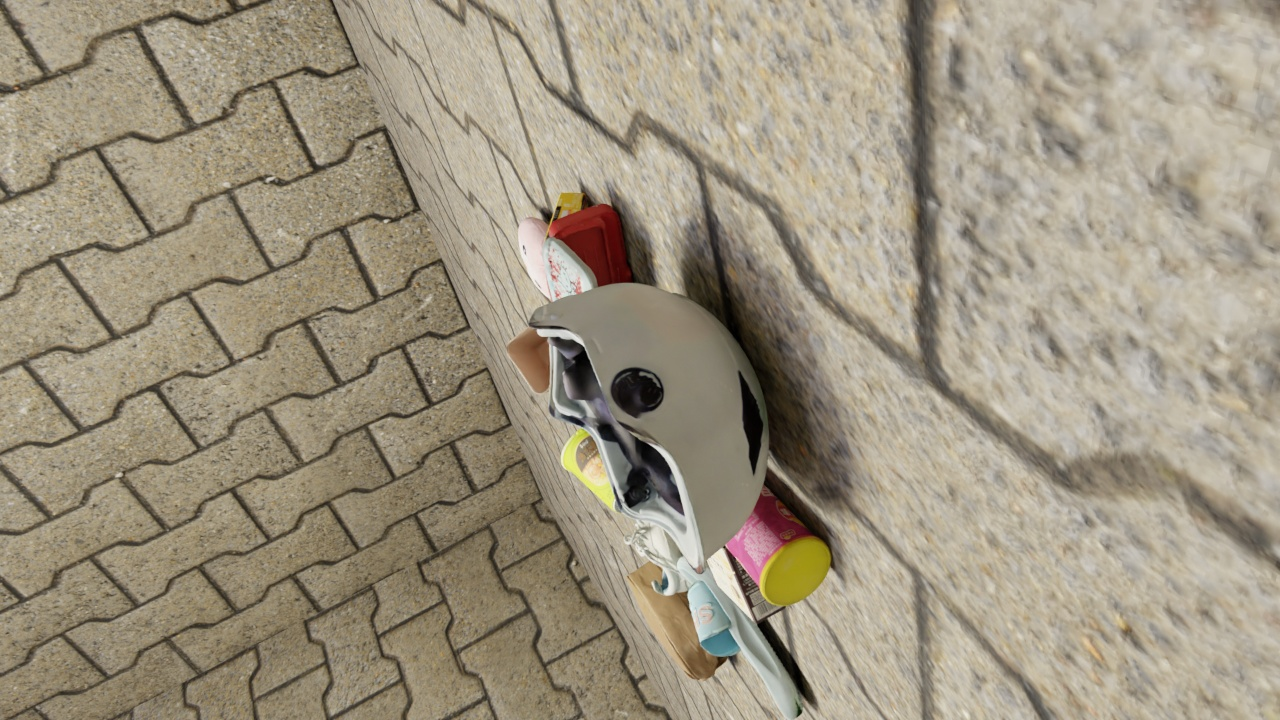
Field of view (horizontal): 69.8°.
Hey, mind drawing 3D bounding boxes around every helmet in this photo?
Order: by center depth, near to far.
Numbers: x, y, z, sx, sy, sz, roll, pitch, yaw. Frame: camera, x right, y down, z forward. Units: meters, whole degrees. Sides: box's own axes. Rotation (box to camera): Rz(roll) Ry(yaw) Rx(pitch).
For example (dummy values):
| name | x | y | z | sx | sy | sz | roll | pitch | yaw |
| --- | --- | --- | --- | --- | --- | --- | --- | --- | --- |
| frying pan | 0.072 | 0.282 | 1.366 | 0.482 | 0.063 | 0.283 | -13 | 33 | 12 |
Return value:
| name | x | y | z | sx | sy | sz | roll | pitch | yaw |
| --- | --- | --- | --- | --- | --- | --- | --- | --- | --- |
| helmet | 0.026 | 0.039 | 0.789 | 0.258 | 0.145 | 0.229 | 48 | 163 | 27 |

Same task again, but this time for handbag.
| name | x | y | z | sx | sy | sz | roll | pitch | yaw |
| --- | --- | --- | --- | --- | --- | --- | --- | --- | --- |
| handbag | 0.065 | 0.419 | 1.496 | 0.204 | 0.099 | 0.148 | 52 | 170 | 43 |

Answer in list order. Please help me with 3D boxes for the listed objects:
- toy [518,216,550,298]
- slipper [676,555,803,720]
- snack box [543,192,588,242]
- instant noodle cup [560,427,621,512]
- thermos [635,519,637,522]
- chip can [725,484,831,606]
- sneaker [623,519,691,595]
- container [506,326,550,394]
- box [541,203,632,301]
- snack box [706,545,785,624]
| name | x | y | z | sx | sy | sz | roll | pitch | yaw |
| --- | --- | --- | --- | --- | --- | --- | --- | --- | --- |
| toy | -0.120 | -0.137 | 1.240 | 0.160 | 0.054 | 0.121 | 18 | 133 | 62 |
| slipper | 0.118 | 0.358 | 1.178 | 0.245 | 0.074 | 0.104 | 52 | 175 | 34 |
| snack box | -0.075 | -0.111 | 1.046 | 0.141 | 0.034 | 0.086 | 83 | -165 | -51 |
| instant noodle cup | -0.044 | 0.169 | 1.430 | 0.123 | 0.111 | 0.112 | 44 | 159 | 34 |
| thermos | 0.006 | 0.181 | 1.329 | 0.220 | 0.070 | 0.070 | 67 | 167 | -17 |
| chip can | 0.095 | 0.140 | 0.882 | 0.210 | 0.071 | 0.071 | 47 | 159 | 54 |
| sneaker | 0.020 | 0.227 | 1.266 | 0.089 | 0.091 | 0.242 | -112 | 1 | -64 |
| container | -0.123 | -0.010 | 1.336 | 0.090 | 0.090 | 0.111 | 54 | -170 | 7 |
| box | -0.043 | -0.055 | 0.975 | 0.202 | 0.095 | 0.101 | 82 | 163 | -50 |
| snack box | 0.102 | 0.221 | 1.047 | 0.126 | 0.053 | 0.113 | 68 | 167 | -17 |
